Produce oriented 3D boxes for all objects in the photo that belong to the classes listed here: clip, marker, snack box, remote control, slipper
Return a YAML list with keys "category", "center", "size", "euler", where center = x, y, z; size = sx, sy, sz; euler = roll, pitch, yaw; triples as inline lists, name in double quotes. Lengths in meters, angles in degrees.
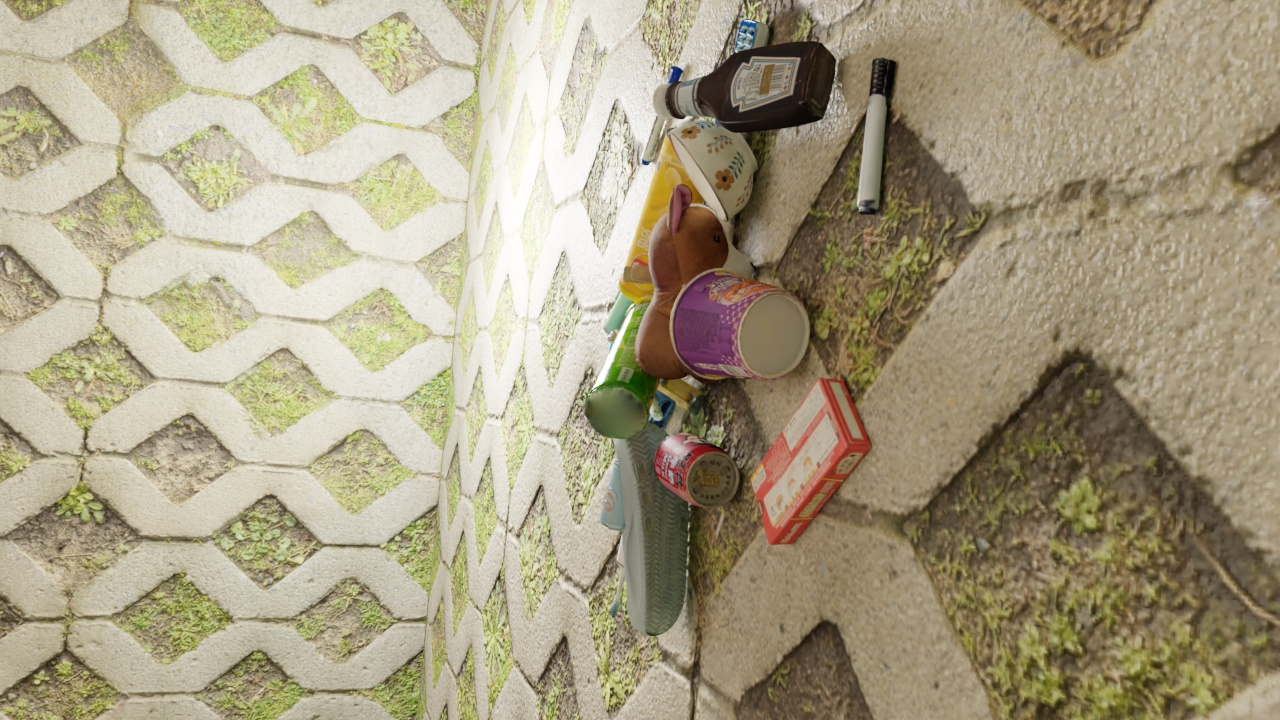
- category: "clip"
  center: [0.030, -0.095, 1.079]
  size: [0.081, 0.104, 0.034]
  euler: [-151, 66, -84]
- category: "marker"
  center: [0.196, -0.187, 0.763]
  size: [0.023, 0.018, 0.130]
  euler: [2, 86, 61]
- category: "snack box"
  center: [0.145, 0.092, 0.810]
  size: [0.153, 0.025, 0.075]
  euler: [115, 152, -43]
- category: "remote control"
  center: [0.113, -0.310, 1.015]
  size: [0.049, 0.024, 0.125]
  euler: [-123, 44, -60]
- category: "slipper"
  center: [0.002, 0.188, 1.050]
  size: [0.074, 0.103, 0.245]
  euler: [-6, 86, 39]
- category: "marker"
  center: [0.028, -0.335, 1.266]
  size: [0.016, 0.017, 0.146]
  euler: [-106, 30, -46]

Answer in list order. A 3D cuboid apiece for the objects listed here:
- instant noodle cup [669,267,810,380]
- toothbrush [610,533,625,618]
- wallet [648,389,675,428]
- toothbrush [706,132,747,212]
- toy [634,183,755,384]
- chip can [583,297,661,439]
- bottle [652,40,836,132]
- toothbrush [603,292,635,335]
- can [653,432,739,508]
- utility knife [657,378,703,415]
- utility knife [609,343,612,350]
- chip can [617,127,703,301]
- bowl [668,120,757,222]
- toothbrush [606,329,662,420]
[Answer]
- category: "instant noodle cup"
  center: [0.099, -0.030, 0.867]
  size: [0.099, 0.111, 0.111]
  euler: [15, 98, 61]
- category: "toothbrush"
  center: [-0.014, 0.238, 1.202]
  size: [0.026, 0.027, 0.221]
  euler: [-38, -38, -70]
- category: "wallet"
  center: [0.003, 0.041, 1.200]
  size: [0.133, 0.040, 0.107]
  euler: [-104, 33, -45]
- category: "toothbrush"
  center: [0.108, -0.229, 1.019]
  size: [0.017, 0.016, 0.188]
  euler: [65, 144, 38]
- category: "toy"
  center: [0.057, -0.077, 0.970]
  size: [0.140, 0.130, 0.199]
  euler: [32, -123, -80]
- category: "chip can"
  center: [-0.006, 0.006, 1.058]
  size: [0.220, 0.072, 0.073]
  euler: [-67, -3, -58]
- category: "bottle"
  center: [0.094, -0.263, 0.900]
  size: [0.195, 0.044, 0.080]
  euler: [7, 80, 42]
- category: "toothbrush"
  center: [-0.007, -0.110, 1.282]
  size: [0.026, 0.027, 0.225]
  euler: [50, 142, 17]
- category: "can"
  center: [0.059, 0.117, 0.978]
  size: [0.094, 0.066, 0.066]
  euler: [-159, 76, -70]
- category: "utility knife"
  center: [0.020, 0.022, 1.123]
  size: [0.031, 0.020, 0.195]
  euler: [-48, 34, -8]
- category: "utility knife"
  center: [0.000, -0.044, 1.256]
  size: [0.207, 0.018, 0.034]
  euler: [150, 136, -66]
- category: "chip can"
  center: [0.033, -0.173, 1.125]
  size: [0.072, 0.072, 0.214]
  euler: [-112, 34, -52]
- category: "bowl"
  center: [0.085, -0.211, 0.979]
  size: [0.113, 0.062, 0.113]
  euler: [56, -176, -6]
- category: "toothbrush"
  center: [-0.006, 0.017, 1.169]
  size: [0.189, 0.029, 0.020]
  euler: [-118, 9, -51]
